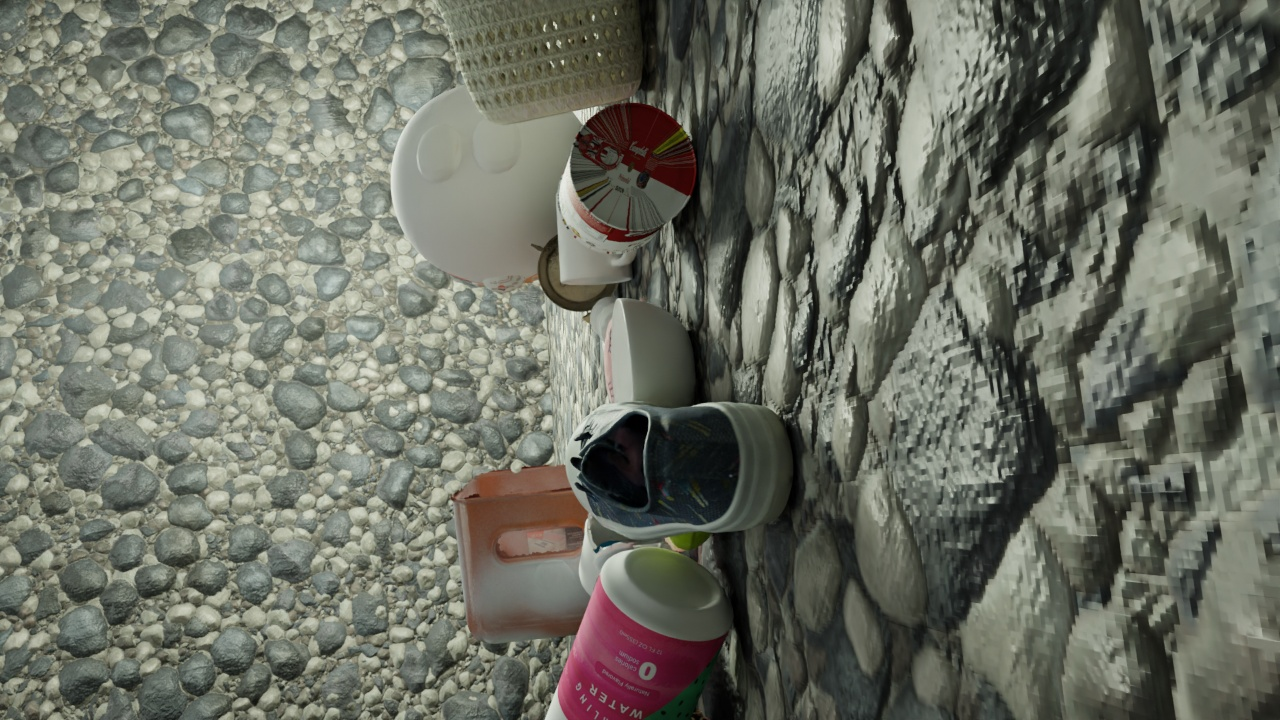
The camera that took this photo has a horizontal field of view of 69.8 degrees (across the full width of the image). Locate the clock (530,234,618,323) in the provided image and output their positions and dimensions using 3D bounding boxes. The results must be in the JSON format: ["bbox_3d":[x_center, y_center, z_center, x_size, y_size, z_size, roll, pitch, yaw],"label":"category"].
[{"bbox_3d":[-0.061,-0.087,1.049,0.141,0.093,0.054,62,-178,-7],"label":"clock"}]

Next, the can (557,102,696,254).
[{"bbox_3d":[-0.013,-0.128,0.665,0.116,0.086,0.086,175,92,-81],"label":"can"}]

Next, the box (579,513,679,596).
[{"bbox_3d":[-0.010,0.163,0.810,0.166,0.084,0.094,99,175,-51],"label":"box"}]

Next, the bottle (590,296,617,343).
[{"bbox_3d":[-0.022,-0.035,0.901,0.136,0.044,0.044,-132,40,-77],"label":"bottle"}]

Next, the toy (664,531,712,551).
[{"bbox_3d":[0.028,0.088,0.623,0.118,0.043,0.092,99,164,-63],"label":"toy"}]

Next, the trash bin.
[{"bbox_3d":[-0.100,0.203,1.017,0.260,0.181,0.157,150,115,-86],"label":"trash bin"}]

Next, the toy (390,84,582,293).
[{"bbox_3d":[-0.180,-0.215,1.194,0.281,0.263,0.265,58,-153,-69],"label":"toy"}]

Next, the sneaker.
[{"bbox_3d":[-0.007,0.064,0.531,0.236,0.079,0.087,167,105,-65],"label":"sneaker"}]

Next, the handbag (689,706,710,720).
[{"bbox_3d":[0.040,0.291,0.625,0.128,0.054,0.079,-138,56,-82],"label":"handbag"}]

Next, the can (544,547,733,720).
[{"bbox_3d":[-0.006,0.210,0.598,0.088,0.088,0.166,-112,40,-66],"label":"can"}]

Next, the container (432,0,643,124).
[{"bbox_3d":[-0.084,-0.296,0.811,0.251,0.184,0.143,-112,9,-70],"label":"container"}]

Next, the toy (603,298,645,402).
[{"bbox_3d":[-0.005,0.005,0.783,0.105,0.053,0.108,129,138,-86],"label":"toy"}]

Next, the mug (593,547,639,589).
[{"bbox_3d":[-0.013,0.221,0.724,0.123,0.084,0.104,-49,-18,-34],"label":"mug"}]

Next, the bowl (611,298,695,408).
[{"bbox_3d":[0.011,0.010,0.678,0.115,0.050,0.114,176,91,-82],"label":"bowl"}]

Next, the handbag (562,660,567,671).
[{"bbox_3d":[-0.022,0.381,0.890,0.142,0.096,0.198,154,111,-82],"label":"handbag"}]

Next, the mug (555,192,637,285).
[{"bbox_3d":[-0.037,-0.127,0.919,0.111,0.073,0.090,-5,88,56],"label":"mug"}]
